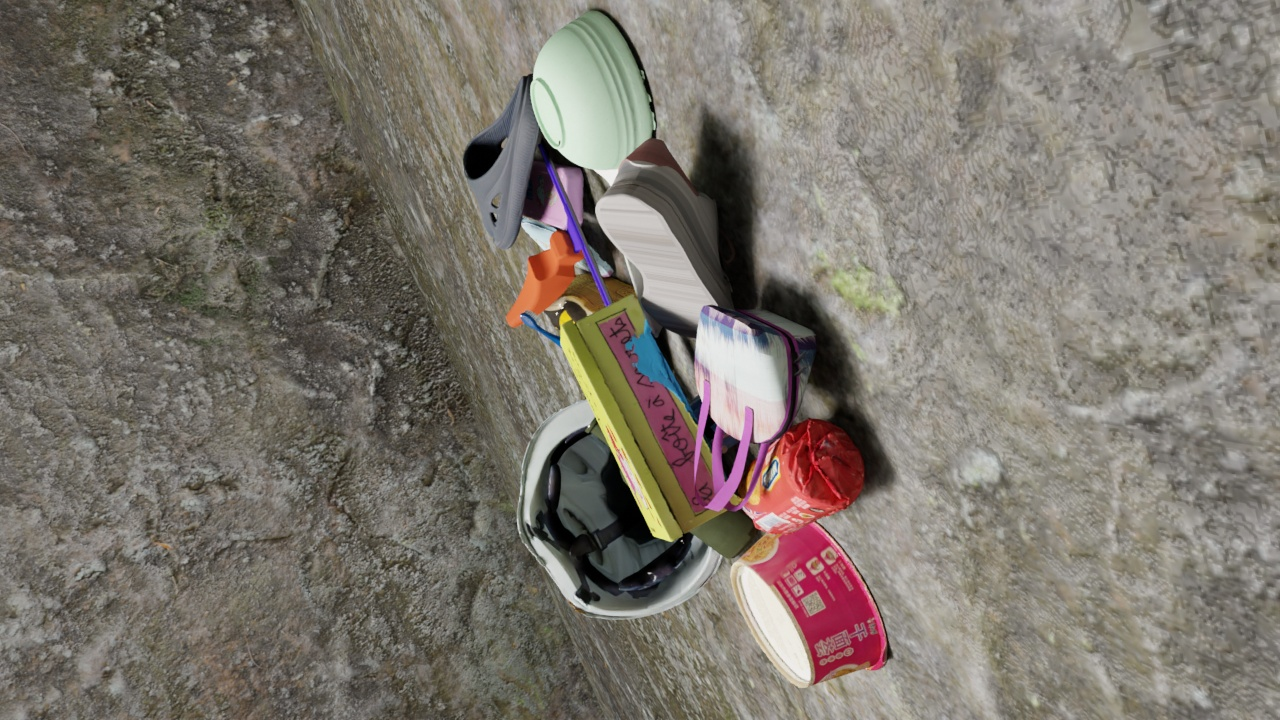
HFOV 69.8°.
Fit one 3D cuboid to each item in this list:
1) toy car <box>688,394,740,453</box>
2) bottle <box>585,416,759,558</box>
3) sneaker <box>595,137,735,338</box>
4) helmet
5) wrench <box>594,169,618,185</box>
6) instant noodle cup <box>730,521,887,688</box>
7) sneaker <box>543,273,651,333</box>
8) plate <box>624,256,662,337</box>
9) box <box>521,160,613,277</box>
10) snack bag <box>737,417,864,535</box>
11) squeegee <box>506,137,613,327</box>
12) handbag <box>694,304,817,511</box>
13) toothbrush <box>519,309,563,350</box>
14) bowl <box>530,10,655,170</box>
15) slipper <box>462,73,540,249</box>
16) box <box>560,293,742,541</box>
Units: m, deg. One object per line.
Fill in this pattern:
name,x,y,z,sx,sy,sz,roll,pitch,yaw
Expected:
toy car,0.077,0.065,0.935,0.055,0.056,0.153,54,170,-13
bottle,0.033,0.124,0.975,0.207,0.071,0.072,36,160,1
sneaker,0.039,-0.102,0.809,0.099,0.089,0.236,14,157,26
helmet,-0.017,0.163,1.105,0.264,0.237,0.163,60,-172,-2
wrench,-0.074,-0.242,1.037,0.273,0.009,0.047,46,154,46
instant noodle cup,0.158,0.247,0.920,0.178,0.077,0.179,54,159,30
sneaker,-0.053,-0.032,1.125,0.239,0.086,0.122,24,133,59
plate,-0.001,-0.099,0.922,0.157,0.014,0.157,-16,-91,-84
box,-0.107,-0.179,1.162,0.214,0.051,0.149,29,144,61
snack bag,0.139,0.104,0.793,0.082,0.082,0.177,61,163,12
squeegee,-0.106,-0.100,1.062,0.185,0.055,0.249,-47,55,39
handbag,0.081,0.045,0.766,0.144,0.068,0.170,34,117,58
toothbrush,-0.081,-0.013,1.039,0.135,0.017,0.022,38,130,-5
bowl,-0.056,-0.245,0.871,0.151,0.077,0.151,55,161,30
slipper,-0.168,-0.228,1.075,0.269,0.083,0.110,119,157,-58
box,0.002,0.055,0.874,0.221,0.082,0.124,61,171,2
